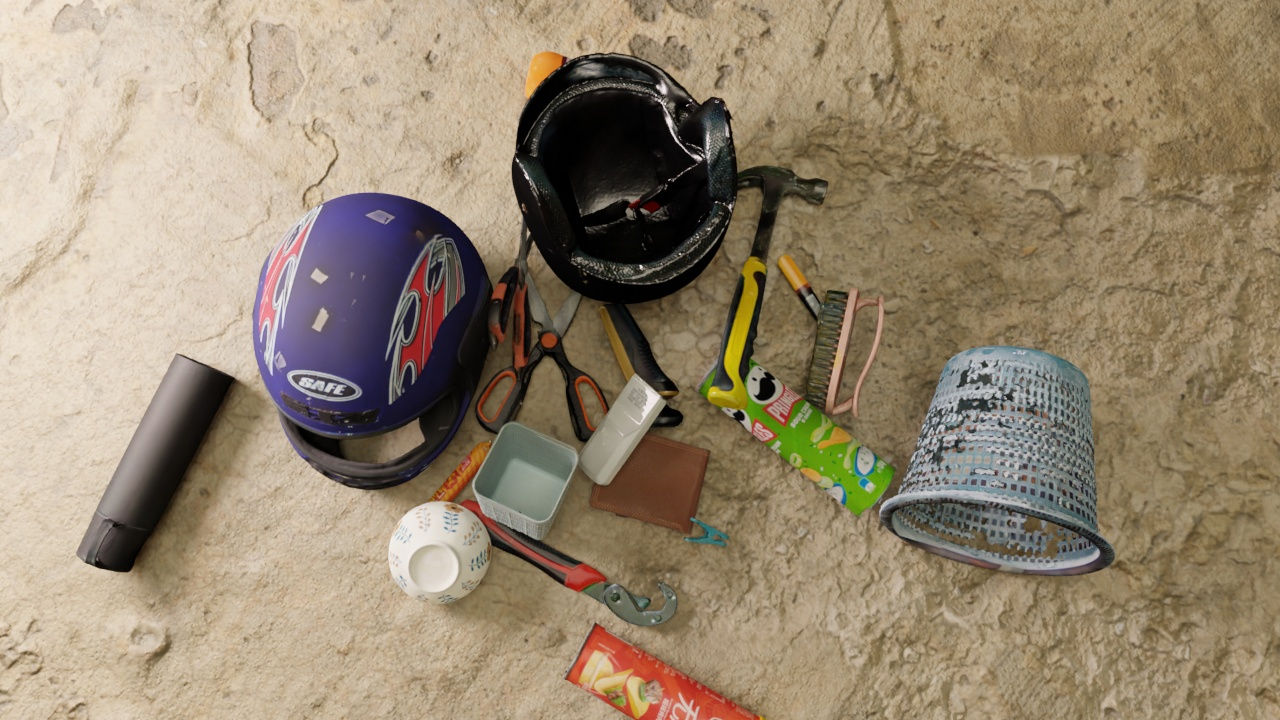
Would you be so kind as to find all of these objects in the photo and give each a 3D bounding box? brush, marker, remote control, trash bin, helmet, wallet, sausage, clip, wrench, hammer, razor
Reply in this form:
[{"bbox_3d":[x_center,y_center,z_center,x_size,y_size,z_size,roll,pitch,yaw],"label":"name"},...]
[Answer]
[{"bbox_3d":[0.233,-0.009,1.048,0.073,0.063,0.145,11,92,15],"label":"brush"},{"bbox_3d":[0.201,-0.072,1.092,0.018,0.015,0.124,-33,84,-4],"label":"marker"},{"bbox_3d":[-0.023,0.078,1.019,0.049,0.024,0.125,40,100,30],"label":"remote control"},{"bbox_3d":[0.387,0.101,0.976,0.226,0.227,0.194,17,68,3],"label":"trash bin"},{"bbox_3d":[-0.288,-0.023,0.970,0.247,0.240,0.315,11,81,3],"label":"helmet"},{"bbox_3d":[0.011,0.135,1.048,0.124,0.032,0.101,15,84,3],"label":"wallet"},{"bbox_3d":[-0.020,-0.190,1.005,0.233,0.230,0.274,-16,69,-7],"label":"helmet"},{"bbox_3d":[-0.224,0.155,1.048,0.021,0.021,0.165,39,82,6],"label":"sausage"},{"bbox_3d":[0.076,0.196,1.035,0.055,0.013,0.038,19,87,-24],"label":"clip"},{"bbox_3d":[-0.087,0.230,1.038,0.273,0.016,0.056,24,81,4],"label":"wrench"},{"bbox_3d":[0.125,-0.093,1.043,0.126,0.032,0.322,14,63,4],"label":"hammer"},{"bbox_3d":[-0.006,0.006,1.063,0.068,0.062,0.167,-32,74,26],"label":"razor"}]

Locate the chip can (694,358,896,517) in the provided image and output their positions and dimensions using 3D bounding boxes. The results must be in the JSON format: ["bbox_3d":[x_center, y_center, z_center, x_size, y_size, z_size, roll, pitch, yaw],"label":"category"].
[{"bbox_3d":[0.175,0.077,1.036,0.236,0.072,0.072,38,82,6],"label":"chip can"}]

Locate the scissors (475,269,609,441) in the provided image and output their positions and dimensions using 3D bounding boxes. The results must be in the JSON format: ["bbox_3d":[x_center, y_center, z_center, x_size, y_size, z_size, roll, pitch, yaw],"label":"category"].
[{"bbox_3d":[-0.105,0.001,1.077,0.220,0.022,0.229,-44,81,-11],"label":"scissors"}]

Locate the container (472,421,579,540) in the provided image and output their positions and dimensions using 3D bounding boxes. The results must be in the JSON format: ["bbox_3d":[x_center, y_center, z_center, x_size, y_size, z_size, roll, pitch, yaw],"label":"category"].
[{"bbox_3d":[-0.124,0.136,1.000,0.090,0.112,0.089,24,67,4],"label":"container"}]

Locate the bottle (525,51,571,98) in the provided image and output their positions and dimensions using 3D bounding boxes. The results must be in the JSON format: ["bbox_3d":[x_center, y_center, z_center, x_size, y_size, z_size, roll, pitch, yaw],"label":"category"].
[{"bbox_3d":[-0.062,-0.327,1.114,0.149,0.067,0.066,14,80,-5],"label":"bottle"}]

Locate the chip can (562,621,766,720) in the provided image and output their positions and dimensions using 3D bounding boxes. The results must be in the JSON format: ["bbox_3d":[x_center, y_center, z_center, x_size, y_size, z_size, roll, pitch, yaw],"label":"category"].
[{"bbox_3d":[0.026,0.364,0.986,0.216,0.073,0.073,29,81,5],"label":"chip can"}]

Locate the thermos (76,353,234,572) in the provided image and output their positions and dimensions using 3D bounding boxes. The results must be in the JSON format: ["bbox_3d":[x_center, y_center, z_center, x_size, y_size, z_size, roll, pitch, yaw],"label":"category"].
[{"bbox_3d":[-0.541,0.114,1.022,0.068,0.090,0.242,25,80,-13],"label":"thermos"}]

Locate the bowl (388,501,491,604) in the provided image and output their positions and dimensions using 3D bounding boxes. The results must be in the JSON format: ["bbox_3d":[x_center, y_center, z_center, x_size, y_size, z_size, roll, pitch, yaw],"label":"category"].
[{"bbox_3d":[-0.223,0.217,1.003,0.113,0.062,0.113,0,98,-3],"label":"bowl"}]

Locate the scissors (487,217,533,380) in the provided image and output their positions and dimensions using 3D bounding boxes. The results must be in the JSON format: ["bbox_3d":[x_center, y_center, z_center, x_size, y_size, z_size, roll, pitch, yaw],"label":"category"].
[{"bbox_3d":[-0.138,-0.084,1.030,0.015,0.188,0.226,1,99,9],"label":"scissors"}]
